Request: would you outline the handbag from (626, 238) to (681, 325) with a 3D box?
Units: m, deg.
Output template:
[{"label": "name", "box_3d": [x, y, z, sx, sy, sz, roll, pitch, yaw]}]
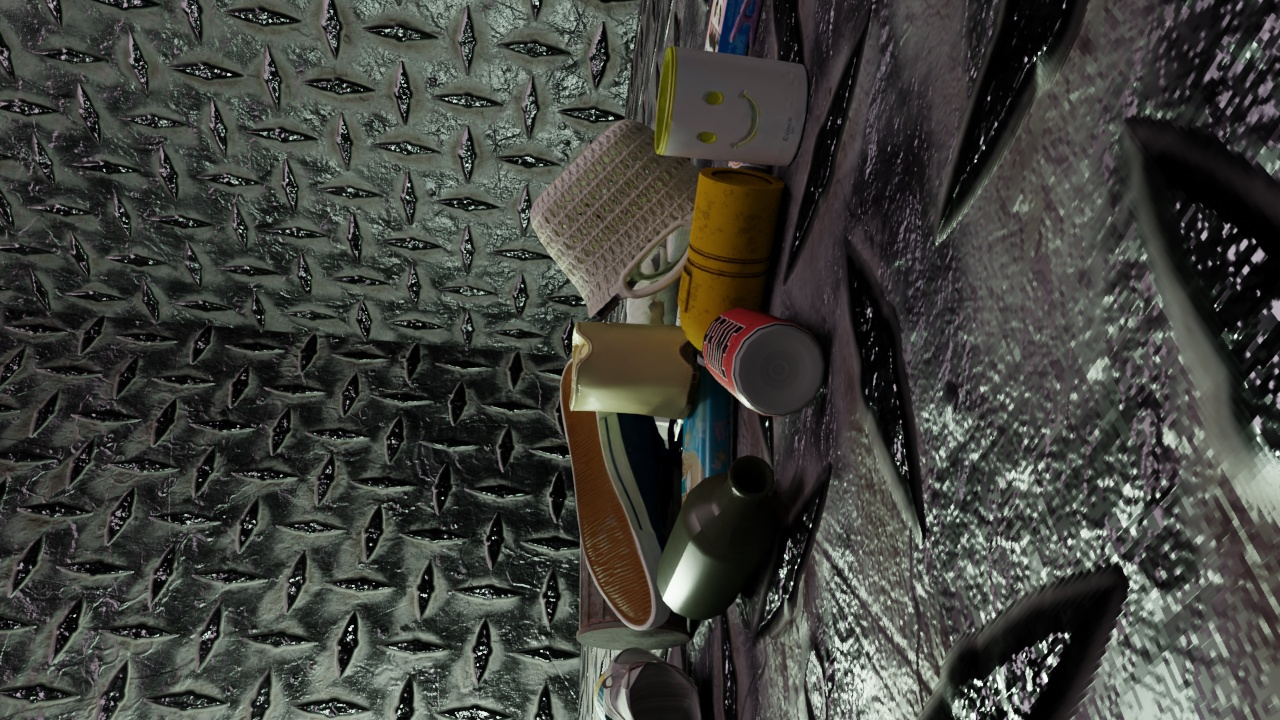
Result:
[{"label": "handbag", "box_3d": [0.023, -0.069, 1.195, 0.139, 0.072, 0.194, 61, -151, -66]}]

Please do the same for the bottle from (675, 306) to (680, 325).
[{"label": "bottle", "box_3d": [0.060, -0.044, 1.003, 0.041, 0.041, 0.116, -104, 20, -73]}]

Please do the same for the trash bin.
[{"label": "trash bin", "box_3d": [-0.007, 0.205, 1.028, 0.131, 0.131, 0.210, 105, 167, -61]}]

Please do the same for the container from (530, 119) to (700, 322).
[{"label": "container", "box_3d": [-0.010, -0.141, 0.921, 0.185, 0.143, 0.251, -44, 4, 9]}]

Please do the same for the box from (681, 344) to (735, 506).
[{"label": "box", "box_3d": [0.067, 0.055, 0.883, 0.094, 0.039, 0.226, 117, 156, -72]}]

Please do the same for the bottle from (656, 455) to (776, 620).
[{"label": "bottle", "box_3d": [0.061, 0.133, 0.695, 0.207, 0.071, 0.071, 104, 170, -56]}]

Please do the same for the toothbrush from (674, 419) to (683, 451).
[{"label": "toothbrush", "box_3d": [0.049, 0.068, 1.099, 0.187, 0.012, 0.017, 97, 178, -58]}]

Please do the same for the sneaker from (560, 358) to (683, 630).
[{"label": "sneaker", "box_3d": [0.007, 0.128, 0.953, 0.121, 0.127, 0.294, -42, 52, 47]}]

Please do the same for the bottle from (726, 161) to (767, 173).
[{"label": "bottle", "box_3d": [0.093, -0.169, 0.801, 0.036, 0.036, 0.110, -142, 57, -83]}]

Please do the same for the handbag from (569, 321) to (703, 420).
[{"label": "handbag", "box_3d": [-0.005, 0.005, 0.857, 0.111, 0.119, 0.081, 109, 165, -69]}]

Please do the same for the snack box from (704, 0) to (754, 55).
[{"label": "snack box", "box_3d": [0.098, -0.377, 0.949, 0.087, 0.033, 0.154, -93, 10, -50]}]

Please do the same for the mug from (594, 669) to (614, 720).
[{"label": "mug", "box_3d": [-0.003, 0.425, 1.101, 0.113, 0.083, 0.107, 66, 167, 6]}]

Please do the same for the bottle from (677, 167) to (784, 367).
[{"label": "bottle", "box_3d": [0.071, -0.073, 0.770, 0.071, 0.071, 0.164, -97, 13, -65]}]

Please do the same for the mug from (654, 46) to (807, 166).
[{"label": "mug", "box_3d": [0.069, -0.198, 0.720, 0.082, 0.106, 0.082, -177, 92, -85]}]

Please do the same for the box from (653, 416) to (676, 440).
[{"label": "box", "box_3d": [-0.006, 0.094, 1.220, 0.189, 0.111, 0.101, 94, -179, -50]}]

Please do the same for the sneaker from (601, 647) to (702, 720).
[{"label": "sneaker", "box_3d": [0.015, 0.320, 0.877, 0.236, 0.099, 0.089, -135, 49, -73]}]

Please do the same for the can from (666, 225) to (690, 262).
[{"label": "can", "box_3d": [0.057, -0.161, 1.122, 0.086, 0.043, 0.086, -179, 92, -85]}]

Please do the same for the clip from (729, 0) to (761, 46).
[{"label": "clip", "box_3d": [0.104, -0.335, 0.902, 0.013, 0.033, 0.052, -90, 8, -47]}]

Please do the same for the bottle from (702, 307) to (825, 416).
[{"label": "bottle", "box_3d": [0.080, -0.005, 0.665, 0.176, 0.062, 0.062, -124, 39, -81]}]
